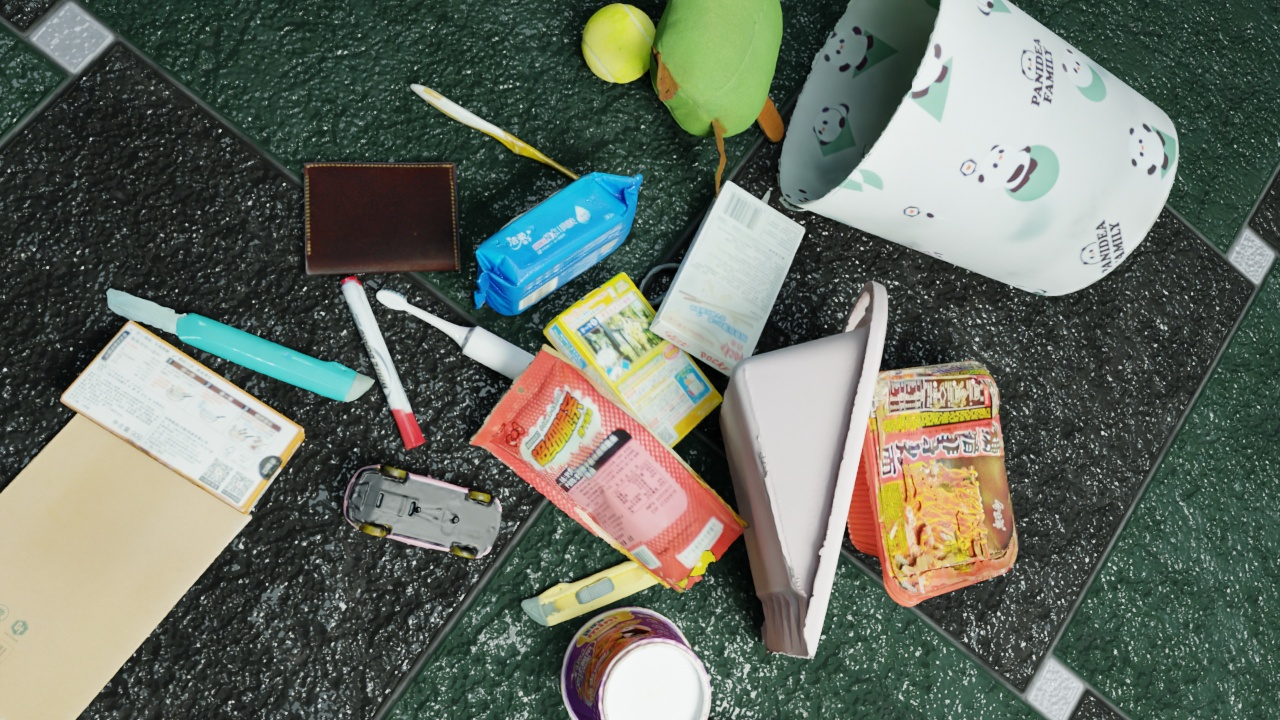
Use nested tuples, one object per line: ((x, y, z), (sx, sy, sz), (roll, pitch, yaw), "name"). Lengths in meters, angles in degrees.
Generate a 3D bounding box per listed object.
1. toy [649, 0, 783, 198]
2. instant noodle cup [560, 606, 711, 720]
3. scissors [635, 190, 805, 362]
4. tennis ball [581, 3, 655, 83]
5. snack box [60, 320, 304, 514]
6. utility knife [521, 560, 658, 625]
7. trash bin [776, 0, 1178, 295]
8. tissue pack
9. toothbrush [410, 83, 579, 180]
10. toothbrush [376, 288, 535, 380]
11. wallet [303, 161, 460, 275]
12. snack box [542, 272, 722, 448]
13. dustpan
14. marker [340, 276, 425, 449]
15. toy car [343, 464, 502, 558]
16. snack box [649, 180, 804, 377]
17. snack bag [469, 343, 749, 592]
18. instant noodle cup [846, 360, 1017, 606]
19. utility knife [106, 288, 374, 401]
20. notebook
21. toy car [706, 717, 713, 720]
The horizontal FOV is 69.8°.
((0.064, -0.266, 0.779), (0.227, 0.090, 0.246), (48, 50, -38), "toy")
((0.000, 0.248, 0.702), (0.111, 0.099, 0.111), (2, 80, -12), "instant noodle cup")
((0.073, -0.076, 0.812), (0.159, 0.014, 0.174), (4, 79, -15), "scissors")
((-0.018, -0.273, 0.790), (0.065, 0.065, 0.065), (2, 81, -13), "tennis ball")
((-0.338, 0.043, 0.685), (0.153, 0.026, 0.075), (34, 67, -7), "snack box")
((-0.017, 0.179, 0.754), (0.164, 0.018, 0.031), (-20, 93, -20), "utility knife")
((0.283, -0.185, 0.775), (0.251, 0.230, 0.229), (21, 77, -15), "trash bin")
((-0.069, -0.095, 0.738), (0.157, 0.095, 0.052), (-35, 85, -16), "tissue pack")
((-0.111, -0.182, 0.782), (0.191, 0.016, 0.018), (29, 85, -8), "toothbrush")
((-0.114, -0.003, 0.749), (0.221, 0.026, 0.027), (28, 104, -8), "toothbrush")
((-0.210, -0.117, 0.747), (0.122, 0.020, 0.096), (-3, 77, -12), "wallet")
((-0.004, 0.004, 0.755), (0.140, 0.034, 0.086), (53, 51, -3), "snack box")
((0.146, 0.082, 0.698), (0.139, 0.223, 0.273), (-11, 77, -3), "dustpan")
((-0.206, 0.001, 0.731), (0.017, 0.017, 0.145), (-22, 87, -15), "marker")
((-0.169, 0.118, 0.715), (0.122, 0.037, 0.056), (20, 80, -22), "toy car")
((0.076, -0.071, 0.782), (0.084, 0.027, 0.156), (30, 66, -9), "snack box")
((-0.025, 0.089, 0.713), (0.208, 0.129, 0.073), (41, 37, -3), "snack bag")
((0.236, 0.099, 0.773), (0.164, 0.079, 0.188), (-4, 84, -33), "instant noodle cup")
((-0.309, -0.012, 0.710), (0.205, 0.013, 0.029), (22, 79, -12), "utility knife")
((-0.413, 0.151, 0.665), (0.148, 0.008, 0.207), (39, 75, -5), "notebook")
((0.101, 0.322, 0.728), (0.156, 0.071, 0.041), (18, 77, -11), "toy car")
